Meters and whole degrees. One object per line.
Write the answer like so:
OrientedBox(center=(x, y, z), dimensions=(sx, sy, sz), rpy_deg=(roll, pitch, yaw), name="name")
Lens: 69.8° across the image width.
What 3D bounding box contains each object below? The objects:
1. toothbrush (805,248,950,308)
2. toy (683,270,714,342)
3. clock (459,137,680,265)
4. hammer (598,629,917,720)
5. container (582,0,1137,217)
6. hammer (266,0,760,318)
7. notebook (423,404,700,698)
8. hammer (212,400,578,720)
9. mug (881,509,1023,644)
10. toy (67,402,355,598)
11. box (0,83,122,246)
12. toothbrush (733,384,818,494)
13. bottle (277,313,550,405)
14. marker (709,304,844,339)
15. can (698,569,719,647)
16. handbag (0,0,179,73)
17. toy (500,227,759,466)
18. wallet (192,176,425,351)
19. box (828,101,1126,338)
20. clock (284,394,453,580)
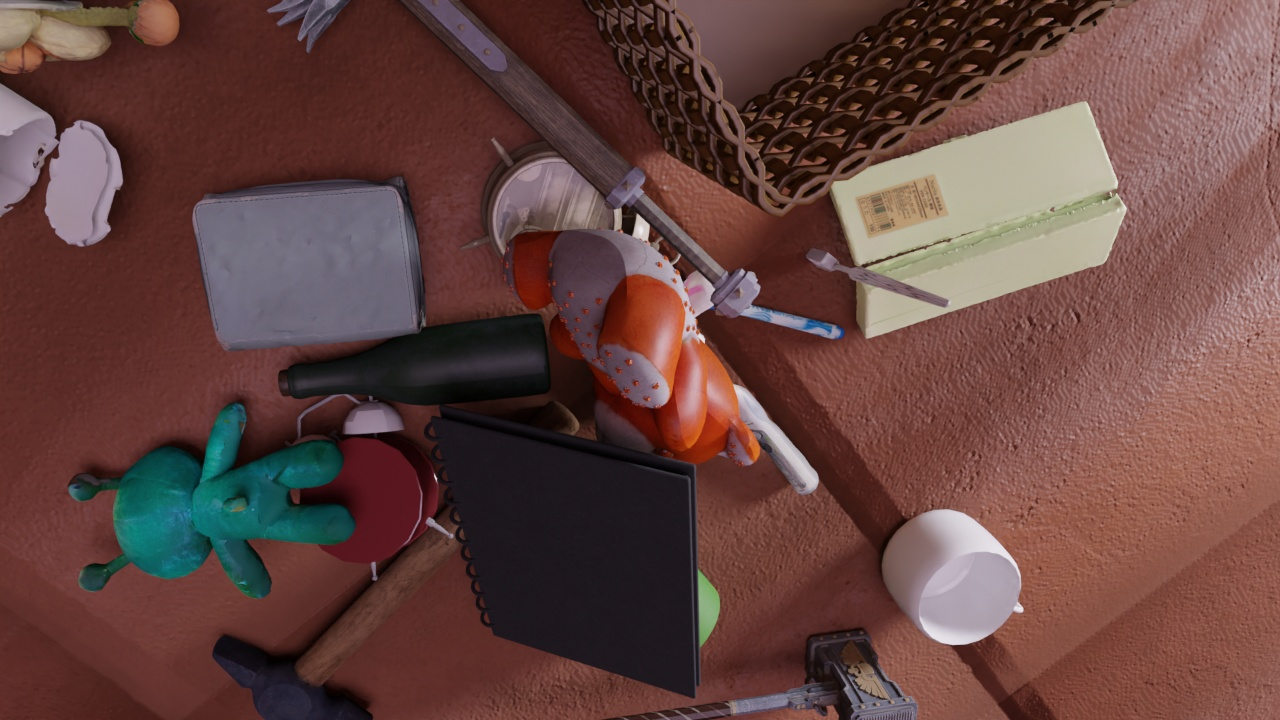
OrientedBox(center=(0.143, -0.054, 0.575), dimensions=(0.010, 0.181, 0.010), rpy_deg=(35, 94, -18), name="toothbrush")
OrientedBox(center=(0.009, -0.014, 0.639), dimensions=(0.076, 0.037, 0.126), rpy_deg=(5, 128, -18), name="toy")
OrientedBox(center=(-0.039, -0.087, 0.595), dimensions=(0.140, 0.054, 0.093), rpy_deg=(16, 105, -14), name="clock")
OrientedBox(center=(0.046, 0.278, 0.723), dimensions=(0.322, 0.098, 0.044), rpy_deg=(-5, 111, -10), name="hammer")
OrientedBox(center=(0.093, -0.249, 0.475), dimensions=(0.251, 0.214, 0.219), rpy_deg=(-32, 113, 1), name="container")
OrientedBox(center=(-0.045, -0.143, 0.545), dimensions=(0.317, 0.028, 0.147), rpy_deg=(43, 86, -7), name="hammer")
OrientedBox(center=(-0.045, 0.131, 0.595), dimensions=(0.169, 0.019, 0.232), rpy_deg=(12, 134, 17), name="notebook")
OrientedBox(center=(-0.165, 0.149, 0.670), dimensions=(0.322, 0.040, 0.129), rpy_deg=(-45, 108, 6), name="hammer")
OrientedBox(center=(0.258, 0.177, 0.745), dimensions=(0.115, 0.068, 0.094), rpy_deg=(22, 104, -18), name="mug")
OrientedBox(center=(-0.278, 0.095, 0.591), dimensions=(0.193, 0.072, 0.130), rpy_deg=(-10, 89, 13), name="toy")
OrientedBox(center=(-0.363, -0.120, 0.508), dimensions=(0.160, 0.091, 0.081), rpy_deg=(33, 97, -13), name="box")
OrientedBox(center=(0.079, 0.039, 0.665), dimensions=(0.185, 0.022, 0.024), rpy_deg=(48, 65, -35), name="toothbrush")
OrientedBox(center=(-0.149, 0.005, 0.608), dimensions=(0.174, 0.055, 0.055), rpy_deg=(-7, 111, -7), name="bottle")
OrientedBox(center=(0.083, -0.034, 0.662), dimensions=(0.141, 0.013, 0.013), rpy_deg=(13, 107, -16), name="marker")
OrientedBox(center=(-0.012, 0.152, 0.673), dimensions=(0.083, 0.083, 0.144), rpy_deg=(-37, 113, 3), name="can")
OrientedBox(center=(-0.295, -0.214, 0.466), dimensions=(0.171, 0.112, 0.123), rpy_deg=(-19, 112, -6), name="handbag")
OrientedBox(center=(-0.003, 0.003, 0.547), dimensions=(0.092, 0.164, 0.172), rpy_deg=(-45, 133, -11), name="toy")
OrientedBox(center=(-0.204, -0.061, 0.574), dimensions=(0.131, 0.054, 0.100), rpy_deg=(-5, 102, -8), name="wallet")
OrientedBox(center=(0.236, -0.092, 0.641), dimensions=(0.188, 0.061, 0.133), rpy_deg=(-16, 110, 2), name="box")
OrientedBox(center=(-0.188, 0.083, 0.623), dimensions=(0.087, 0.044, 0.124), rpy_deg=(-29, 88, 3), name="clock")
